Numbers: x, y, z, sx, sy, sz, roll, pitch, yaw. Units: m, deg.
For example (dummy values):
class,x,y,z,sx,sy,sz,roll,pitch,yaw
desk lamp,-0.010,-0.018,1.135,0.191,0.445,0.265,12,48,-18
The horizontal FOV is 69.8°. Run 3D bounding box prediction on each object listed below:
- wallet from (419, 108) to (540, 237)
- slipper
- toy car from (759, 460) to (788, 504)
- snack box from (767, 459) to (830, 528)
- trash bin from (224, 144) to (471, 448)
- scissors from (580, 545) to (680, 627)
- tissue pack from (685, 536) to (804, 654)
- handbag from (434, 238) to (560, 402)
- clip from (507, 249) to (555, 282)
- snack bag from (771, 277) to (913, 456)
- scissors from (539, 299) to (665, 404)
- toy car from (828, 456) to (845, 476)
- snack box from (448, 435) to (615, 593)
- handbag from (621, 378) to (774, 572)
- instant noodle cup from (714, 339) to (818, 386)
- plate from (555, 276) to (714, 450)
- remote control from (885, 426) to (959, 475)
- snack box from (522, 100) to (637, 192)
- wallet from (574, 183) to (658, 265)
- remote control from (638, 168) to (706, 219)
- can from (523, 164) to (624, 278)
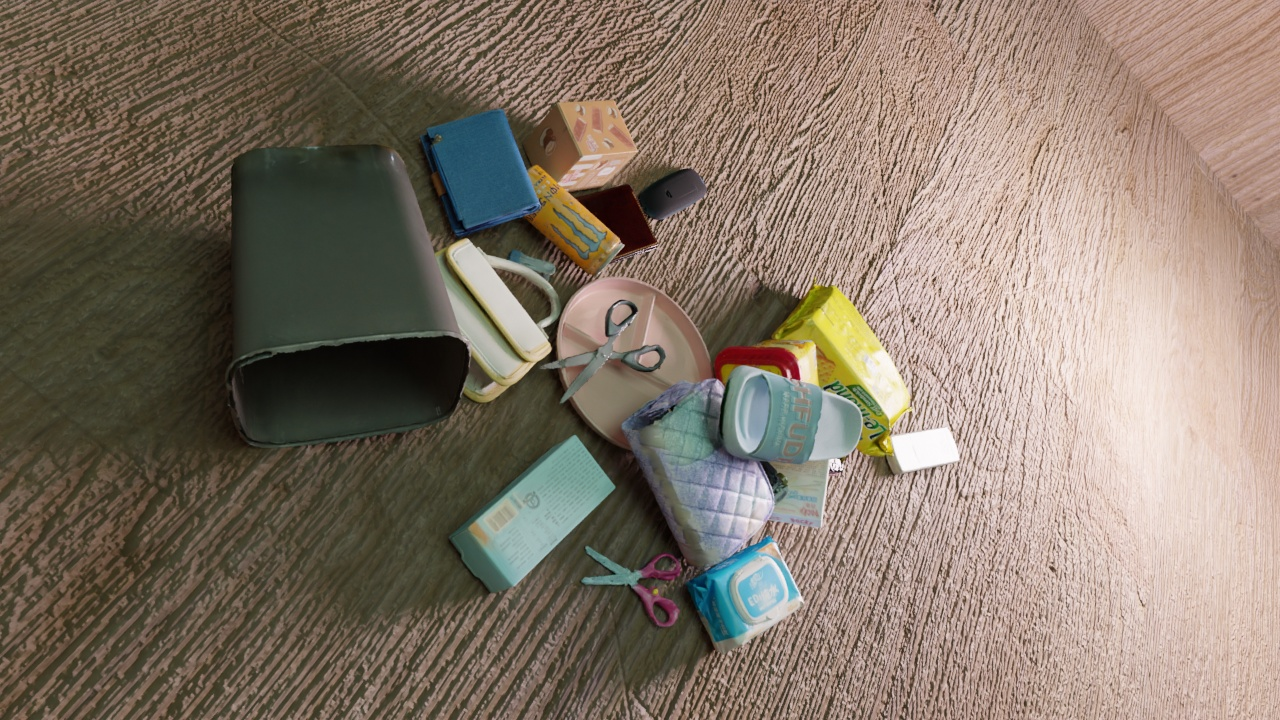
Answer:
class,x,y,z,sx,sy,sz,roll,pitch,yaw
wallet,-0.186,-0.216,1.056,0.106,0.040,0.133,-20,77,-8
slipper,0.183,0.073,1.058,0.245,0.074,0.104,12,92,-40
toy car,0.145,0.142,1.140,0.042,0.035,0.090,-39,71,-14
snack box,0.199,0.134,1.176,0.085,0.027,0.156,7,56,13
trash bin,-0.278,-0.061,0.833,0.198,0.199,0.219,-8,66,-22
scissors,-0.006,0.235,1.017,0.136,0.017,0.105,37,53,-12
tissue pack,0.123,0.269,1.062,0.139,0.063,0.090,-18,80,-40
handbag,-0.162,-0.062,1.016,0.163,0.063,0.178,52,45,-7
clip,-0.130,-0.112,1.087,0.056,0.029,0.024,24,54,-18
snack bag,0.294,0.008,1.296,0.246,0.068,0.157,52,38,-4
scissors,-0.040,-0.009,1.072,0.159,0.014,0.173,21,60,-25
toy car,0.239,0.102,1.248,0.056,0.037,0.122,16,48,-37
snack box,-0.109,0.157,0.951,0.074,0.052,0.174,54,50,-5
handbag,0.067,0.126,1.058,0.133,0.076,0.194,-35,106,-38
instant noodle cup,0.169,0.026,1.176,0.123,0.116,0.116,-31,117,-53
plate,-0.007,0.007,1.116,0.229,0.028,0.229,17,60,-31
remote control,0.420,0.135,1.375,0.149,0.021,0.058,-3,71,-37
snack box,-0.076,-0.268,1.151,0.094,0.093,0.077,-17,80,-40
wallet,-0.037,-0.175,1.186,0.122,0.020,0.096,-25,90,-42
remote control,0.050,-0.235,1.275,0.136,0.024,0.053,-35,93,-41
can,-0.091,-0.167,1.106,0.146,0.058,0.058,41,50,-5
